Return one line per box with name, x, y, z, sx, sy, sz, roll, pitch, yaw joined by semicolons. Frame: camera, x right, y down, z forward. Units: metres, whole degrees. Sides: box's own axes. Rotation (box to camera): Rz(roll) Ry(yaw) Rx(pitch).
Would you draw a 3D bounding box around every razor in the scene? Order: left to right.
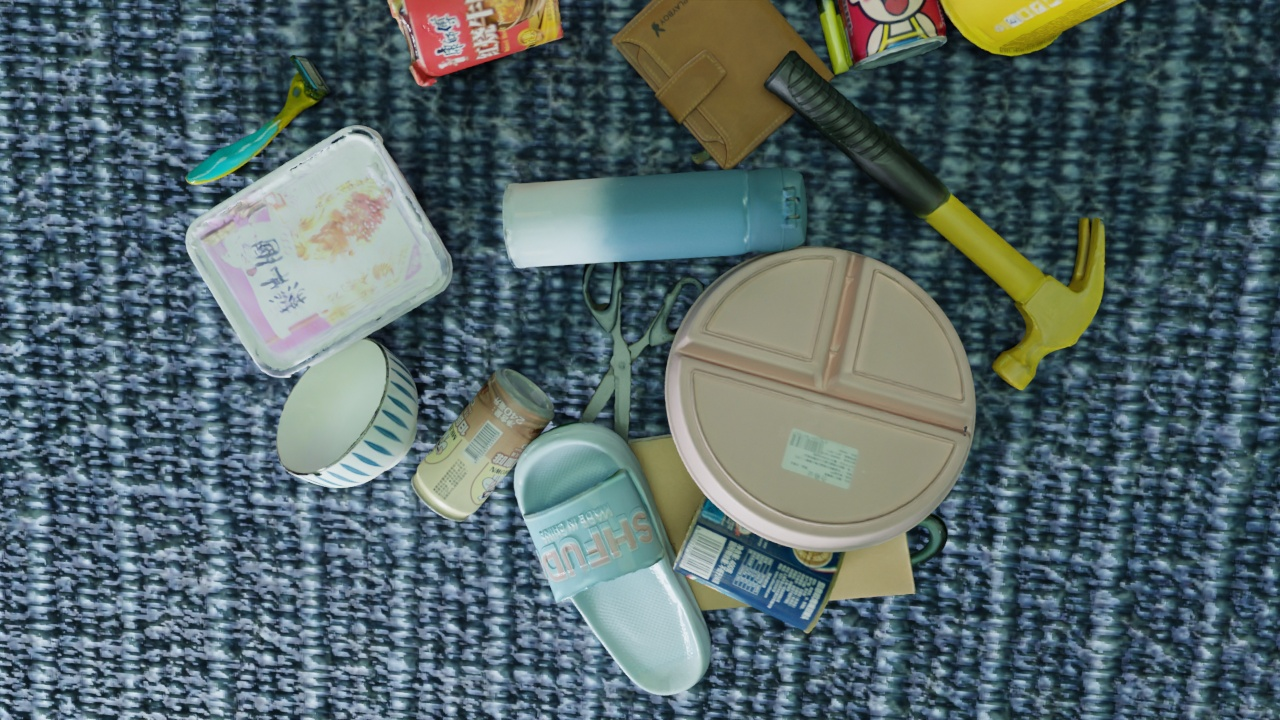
razor;-0.297;-0.178;0.708;0.132;0.028;0.043;-38;71;6

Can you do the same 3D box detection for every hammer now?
hammer;0.213;-0.114;0.663;0.300;0.033;0.129;38;97;-9

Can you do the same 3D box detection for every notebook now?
notebook;0.096;0.122;0.718;0.212;0.012;0.149;-9;99;15

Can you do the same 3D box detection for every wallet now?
wallet;0.055;-0.216;0.675;0.119;0.035;0.130;-42;94;3

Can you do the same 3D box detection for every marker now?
marker;0.132;-0.270;0.665;0.015;0.018;0.124;-15;97;5

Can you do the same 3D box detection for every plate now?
plate;0.133;0.021;0.661;0.229;0.028;0.229;1;76;-4

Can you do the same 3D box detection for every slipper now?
slipper;-0.023;0.163;0.707;0.104;0.074;0.245;-22;104;19

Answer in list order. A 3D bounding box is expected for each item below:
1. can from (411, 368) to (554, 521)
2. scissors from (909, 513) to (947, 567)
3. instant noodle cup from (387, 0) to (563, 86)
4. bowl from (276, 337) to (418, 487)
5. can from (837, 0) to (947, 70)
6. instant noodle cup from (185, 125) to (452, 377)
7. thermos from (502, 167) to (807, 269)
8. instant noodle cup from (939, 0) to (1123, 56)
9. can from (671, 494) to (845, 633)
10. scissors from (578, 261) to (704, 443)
can;-0.123;0.066;0.719;0.058;0.058;0.116;40;100;-2
scissors;0.167;0.103;0.713;0.181;0.019;0.170;44;105;3
instant noodle cup;-0.116;-0.270;0.633;0.108;0.138;0.138;-12;98;-3
bowl;-0.216;0.047;0.709;0.116;0.116;0.066;-38;136;9
can;0.171;-0.258;0.639;0.066;0.066;0.094;-14;98;6
instant noodle cup;-0.237;-0.082;0.704;0.173;0.060;0.138;-28;96;10
thermos;0.012;-0.105;0.676;0.220;0.070;0.070;-2;99;6
instant noodle cup;0.271;-0.277;0.583;0.138;0.110;0.138;-1;93;-21
can;0.086;0.143;0.680;0.111;0.075;0.075;23;100;8
scissors;-0.012;-0.003;0.716;0.159;0.014;0.175;-26;93;5
